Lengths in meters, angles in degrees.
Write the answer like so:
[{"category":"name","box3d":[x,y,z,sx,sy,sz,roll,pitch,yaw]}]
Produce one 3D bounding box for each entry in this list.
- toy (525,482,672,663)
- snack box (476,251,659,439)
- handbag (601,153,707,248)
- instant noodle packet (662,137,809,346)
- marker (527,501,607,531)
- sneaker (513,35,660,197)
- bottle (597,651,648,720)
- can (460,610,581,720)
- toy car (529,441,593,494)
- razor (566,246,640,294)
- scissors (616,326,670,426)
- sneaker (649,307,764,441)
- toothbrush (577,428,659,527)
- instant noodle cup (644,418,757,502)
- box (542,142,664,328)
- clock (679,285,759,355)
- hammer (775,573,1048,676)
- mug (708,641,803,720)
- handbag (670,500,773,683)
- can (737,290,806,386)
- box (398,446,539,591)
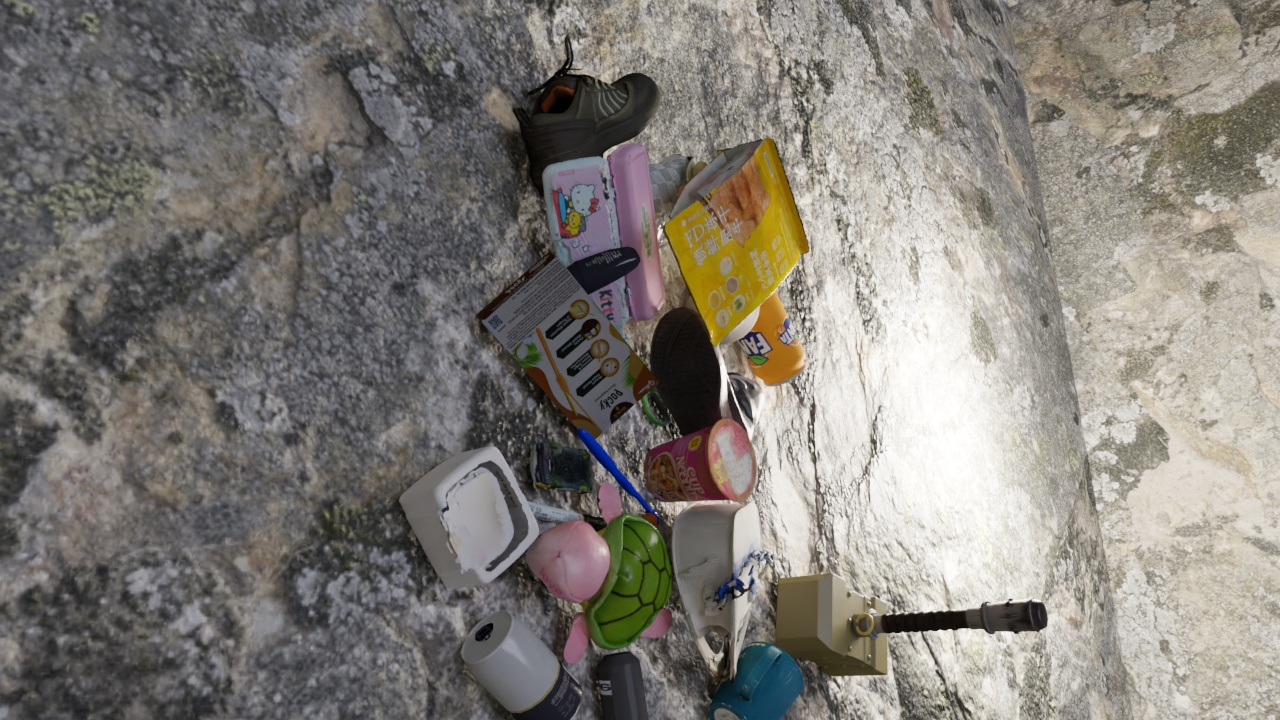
[{"category":"toy","box3d":[-0.030,0.223,0.951,0.238,0.088,0.189,42,58,-46]},{"category":"snack box","box3d":[-0.074,-0.011,0.978,0.101,0.031,0.186,-42,117,-5]},{"category":"handbag","box3d":[0.032,-0.197,1.155,0.171,0.123,0.112,-27,113,-51]},{"category":"instant noodle packet","box3d":[0.105,-0.141,1.091,0.220,0.084,0.163,-50,127,-42]},{"category":"marker","box3d":[-0.090,0.160,0.955,0.146,0.017,0.017,24,59,-45]},{"category":"sneaker","box3d":[-0.077,-0.308,1.080,0.237,0.101,0.143,-53,125,-39]},{"category":"bottle","box3d":[-0.016,0.360,0.948,0.047,0.047,0.112,3,75,-51]},{"category":"can","box3d":[-0.111,0.285,0.843,0.127,0.064,0.064,54,41,-23]},{"category":"toy car","box3d":[-0.084,0.115,0.967,0.105,0.033,0.048,25,55,-60]},{"category":"razor","box3d":[-0.068,-0.090,0.996,0.052,0.142,0.047,76,-13,-51]},{"category":"scissors","box3d":[-0.007,0.006,1.120,0.175,0.033,0.078,51,45,-20]},{"category":"sneaker","box3d":[0.089,0.023,1.151,0.235,0.095,0.119,64,32,-22]},{"category":"toothbrush","box3d":[-0.023,0.135,1.028,0.182,0.016,0.018,54,46,-37]},{"category":"instant noodle cup","box3d":[0.066,0.127,1.087,0.097,0.109,0.097,22,60,-45]},{"category":"box","box3d":[-0.027,-0.134,1.035,0.149,0.073,0.202,-28,119,-38]},{"category":"clock","box3d":[0.103,-0.052,1.223,0.061,0.103,0.156,27,82,-51]},{"category":"hammer","box3d":[0.358,0.340,1.194,0.190,0.326,0.100,34,52,-40]},{"category":"mug","box3d":[0.135,0.389,1.084,0.104,0.084,0.112,-36,146,-43]},{"category":"handbag","box3d":[0.106,0.265,1.063,0.200,0.093,0.199,-8,91,-73]},{"category":"can","box3d":[0.178,-0.040,1.314,0.078,0.079,0.142,-46,113,-49]},{"category":"box","box3d":[-0.150,0.142,0.841,0.102,0.076,0.107,-39,105,-51]}]
